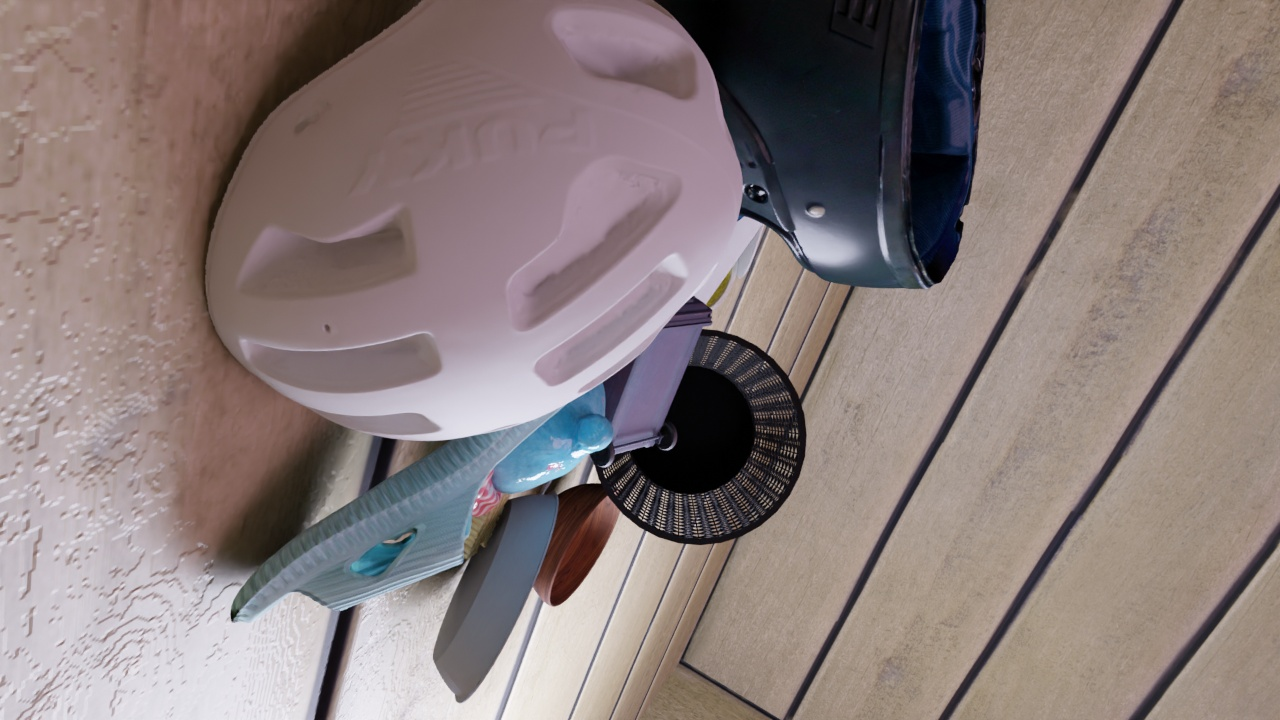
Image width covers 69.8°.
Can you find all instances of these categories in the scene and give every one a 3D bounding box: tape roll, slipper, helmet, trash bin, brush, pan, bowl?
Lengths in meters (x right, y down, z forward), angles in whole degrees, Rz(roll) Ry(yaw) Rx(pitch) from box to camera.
[{"bbox_3d":[0.066,-0.090,0.997,0.093,0.019,0.094,-27,135,-31],"label":"tape roll"},{"bbox_3d":[-0.124,0.086,0.580,0.276,0.069,0.116,-36,-175,-10],"label":"slipper"},{"bbox_3d":[-0.080,-0.068,0.475,0.282,0.183,0.224,-29,146,-2],"label":"helmet"},{"bbox_3d":[0.111,-0.204,0.667,0.248,0.236,0.316,-59,147,-29],"label":"helmet"},{"bbox_3d":[0.060,0.082,1.043,0.217,0.217,0.243,-62,178,-1],"label":"trash bin"},{"bbox_3d":[-0.140,0.122,0.799,0.117,0.039,0.049,-62,166,20],"label":"brush"},{"bbox_3d":[-0.110,0.150,0.880,0.201,0.051,0.355,-50,-163,49],"label":"pan"},{"bbox_3d":[-0.005,0.005,0.845,0.093,0.092,0.161,-9,128,-47],"label":"trash bin"},{"bbox_3d":[-0.088,0.193,1.024,0.147,0.069,0.147,-53,161,-28],"label":"bowl"}]

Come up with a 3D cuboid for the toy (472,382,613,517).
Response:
[{"bbox_3d":[-0.069,0.033,0.706,0.182,0.115,0.181,-48,165,-33],"label":"toy"}]

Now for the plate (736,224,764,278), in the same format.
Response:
[{"bbox_3d":[0.121,-0.207,1.027,0.229,0.030,0.229,-174,-85,-88],"label":"plate"}]

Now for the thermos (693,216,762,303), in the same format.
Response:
[{"bbox_3d":[0.065,-0.144,0.881,0.222,0.131,0.131,-61,166,24],"label":"thermos"}]
